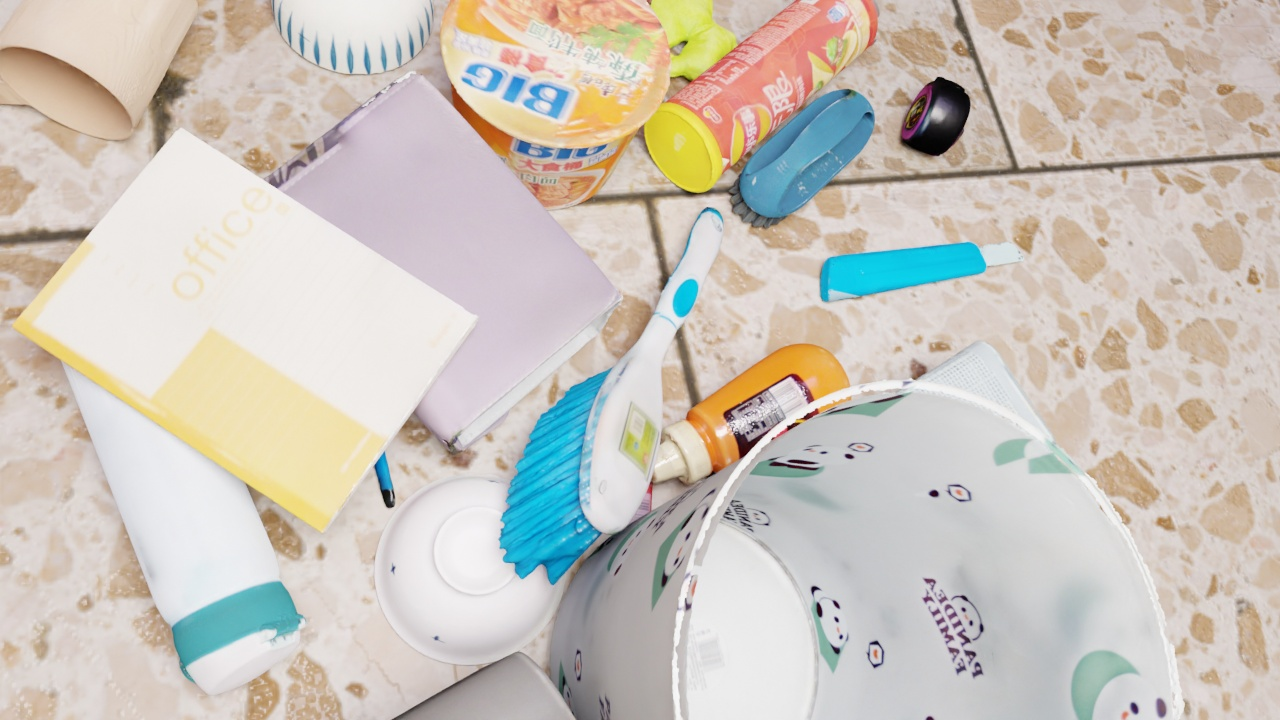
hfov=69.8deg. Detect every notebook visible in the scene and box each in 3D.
[{"bbox_3d":[-0.216,-0.021,0.508,0.206,0.010,0.145,33,77,3],"label":"notebook"}]

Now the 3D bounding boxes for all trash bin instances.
[{"bbox_3d":[0.073,0.151,0.456,0.229,0.252,0.229,6,72,-20],"label":"trash bin"},{"bbox_3d":[-0.116,0.267,0.422,0.219,0.199,0.198,-28,80,-28],"label":"trash bin"}]

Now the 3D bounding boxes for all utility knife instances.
[{"bbox_3d":[0.223,-0.074,0.717,0.185,0.018,0.034,-9,84,-17],"label":"utility knife"}]

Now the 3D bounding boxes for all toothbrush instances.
[{"bbox_3d":[-0.185,0.005,0.591,0.016,0.014,0.189,3,65,-54],"label":"toothbrush"}]

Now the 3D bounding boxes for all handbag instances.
[{"bbox_3d":[-0.130,-0.057,0.580,0.144,0.099,0.197,-41,87,-25],"label":"handbag"}]

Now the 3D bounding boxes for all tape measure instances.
[{"bbox_3d":[0.242,-0.196,0.746,0.039,0.057,0.057,21,58,-6],"label":"tape measure"}]

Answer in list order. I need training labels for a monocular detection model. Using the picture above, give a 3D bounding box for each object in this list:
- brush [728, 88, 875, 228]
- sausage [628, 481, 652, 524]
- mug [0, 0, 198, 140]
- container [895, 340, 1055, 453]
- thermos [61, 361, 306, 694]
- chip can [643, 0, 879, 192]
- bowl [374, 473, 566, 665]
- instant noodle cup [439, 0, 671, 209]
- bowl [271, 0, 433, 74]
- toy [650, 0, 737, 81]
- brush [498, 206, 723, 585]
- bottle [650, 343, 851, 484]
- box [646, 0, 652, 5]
[{"bbox_3d":[0.130,-0.161,0.697,0.055,0.074,0.143,47,66,1],"label":"brush"},{"bbox_3d":[-0.003,0.098,0.598,0.020,0.020,0.155,8,69,-11],"label":"sausage"},{"bbox_3d":[-0.368,-0.213,0.602,0.125,0.084,0.103,7,64,17],"label":"mug"},{"bbox_3d":[0.196,0.057,0.625,0.111,0.090,0.090,-25,77,-18],"label":"container"},{"bbox_3d":[-0.262,0.076,0.521,0.073,0.073,0.224,-24,77,-20],"label":"thermos"},{"bbox_3d":[0.097,-0.220,0.713,0.073,0.073,0.216,44,67,5],"label":"chip can"},{"bbox_3d":[-0.098,0.118,0.543,0.118,0.065,0.118,4,70,-12],"label":"bowl"},{"bbox_3d":[-0.064,-0.183,0.638,0.151,0.112,0.151,5,69,-12],"label":"instant noodle cup"},{"bbox_3d":[-0.208,-0.274,0.662,0.116,0.066,0.116,5,69,-12],"label":"bowl"},{"bbox_3d":[0.034,-0.270,0.738,0.100,0.031,0.096,37,68,1],"label":"toy"},{"bbox_3d":[-0.004,0.003,0.598,0.060,0.110,0.313,43,33,-20],"label":"brush"},{"bbox_3d":[0.068,0.042,0.611,0.149,0.067,0.066,-25,78,-19],"label":"bottle"},{"bbox_3d":[-0.062,-0.323,0.710,0.091,0.077,0.168,-19,75,-20],"label":"box"}]
